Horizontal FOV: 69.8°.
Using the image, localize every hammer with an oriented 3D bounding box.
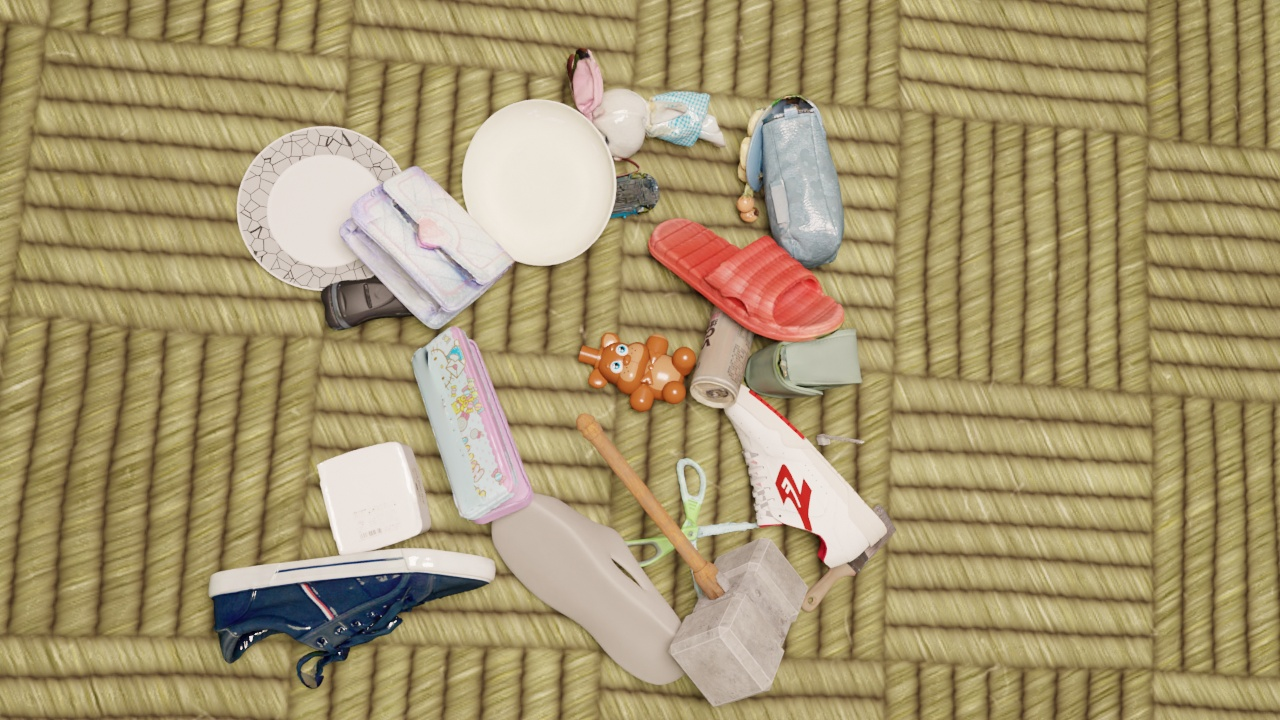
[{"bbox_3d":[0.035,0.180,0.953,0.083,0.162,0.317,-33,98,34],"label":"hammer"}]

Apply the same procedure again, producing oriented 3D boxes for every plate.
[{"bbox_3d":[-0.357,-0.171,1.041,0.188,0.016,0.188,1,84,-6],"label":"plate"},{"bbox_3d":[-0.111,-0.200,1.039,0.182,0.034,0.182,3,103,14],"label":"plate"}]

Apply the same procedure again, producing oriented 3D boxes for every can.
[{"bbox_3d":[0.097,-0.016,1.035,0.054,0.054,0.135,21,60,-4],"label":"can"}]

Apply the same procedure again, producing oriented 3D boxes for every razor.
[{"bbox_3d":[-0.282,-0.068,1.026,0.140,0.064,0.053,-11,84,-22],"label":"razor"}]

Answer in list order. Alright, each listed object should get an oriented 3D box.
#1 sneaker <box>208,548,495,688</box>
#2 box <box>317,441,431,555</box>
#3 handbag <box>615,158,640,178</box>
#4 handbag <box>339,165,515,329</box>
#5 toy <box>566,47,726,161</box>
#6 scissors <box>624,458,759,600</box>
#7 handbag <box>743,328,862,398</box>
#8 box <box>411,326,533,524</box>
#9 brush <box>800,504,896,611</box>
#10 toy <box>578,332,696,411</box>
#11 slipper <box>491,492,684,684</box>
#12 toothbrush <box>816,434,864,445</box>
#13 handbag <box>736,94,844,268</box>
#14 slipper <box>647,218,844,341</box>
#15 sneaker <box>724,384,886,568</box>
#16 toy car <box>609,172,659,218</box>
[{"bbox_3d":[-0.295,0.267,0.958,0.294,0.121,0.127,-8,72,-4],"label":"sneaker"},{"bbox_3d":[-0.287,0.152,1.006,0.102,0.091,0.107,-17,81,-1],"label":"box"},{"bbox_3d":[-0.060,-0.232,1.079,0.119,0.029,0.055,4,85,-11],"label":"handbag"},{"bbox_3d":[-0.229,-0.130,1.003,0.158,0.069,0.126,46,53,-4],"label":"handbag"},{"bbox_3d":[0.002,-0.278,1.066,0.205,0.131,0.106,16,104,-16],"label":"toy"},{"bbox_3d":[0.057,0.198,1.050,0.171,0.021,0.172,-8,83,-12],"label":"scissors"},{"bbox_3d":[0.183,0.008,1.032,0.106,0.122,0.067,-6,86,-10],"label":"handbag"},{"bbox_3d":[-0.185,0.067,0.978,0.078,0.065,0.214,-27,62,3],"label":"box"},{"bbox_3d":[0.239,0.233,1.067,0.151,0.012,0.039,-44,90,-9],"label":"brush"},{"bbox_3d":[-0.006,0.006,1.040,0.128,0.065,0.094,17,73,1],"label":"toy"},{"bbox_3d":[-0.043,0.236,1.005,0.266,0.080,0.113,40,124,4],"label":"slipper"},{"bbox_3d":[0.216,0.089,0.995,0.010,0.181,0.010,-11,88,-3],"label":"toothbrush"},{"bbox_3d":[0.169,-0.200,1.060,0.119,0.121,0.192,-8,86,9],"label":"handbag"},{"bbox_3d":[0.113,-0.102,1.010,0.249,0.059,0.103,33,50,25],"label":"slipper"},{"bbox_3d":[0.160,0.138,1.039,0.104,0.090,0.236,-43,91,2],"label":"sneaker"},{"bbox_3d":[-0.031,-0.188,1.071,0.105,0.032,0.048,-12,85,-2],"label":"toy car"}]
